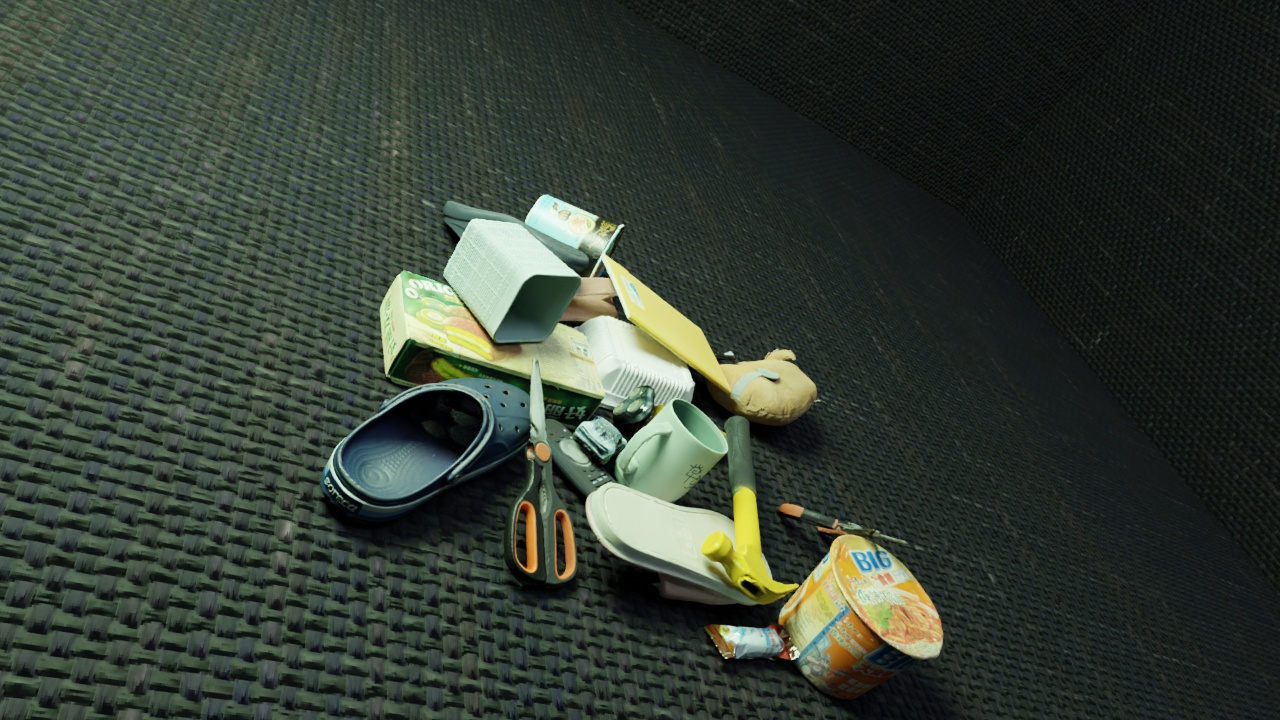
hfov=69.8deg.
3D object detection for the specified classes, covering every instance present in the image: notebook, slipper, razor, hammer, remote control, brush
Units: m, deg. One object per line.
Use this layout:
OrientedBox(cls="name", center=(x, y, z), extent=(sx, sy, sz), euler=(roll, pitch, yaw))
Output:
OrientedBox(cls="notebook", center=(0.036, -0.048, 1.214), extent=(0.206, 0.010, 0.145), euler=(35, 21, -37))
OrientedBox(cls="slipper", center=(0.040, 0.196, 0.940), extent=(0.274, 0.055, 0.114), euler=(26, 32, -42))
OrientedBox(cls="razor", center=(0.043, 0.078, 1.124), extent=(0.167, 0.062, 0.067), euler=(22, 66, -38))
OrientedBox(cls="hammer", center=(0.117, 0.155, 1.032), extent=(0.129, 0.033, 0.300), euler=(45, 22, -20))
OrientedBox(cls="slipper", center=(-0.183, 0.062, 0.843), extent=(0.105, 0.095, 0.252), euler=(47, 32, 9))
OrientedBox(cls="razor", center=(0.093, -0.003, 1.305), extent=(0.142, 0.022, 0.043), euler=(-7, 32, -45))
OrientedBox(cls="remote control", center=(-0.062, 0.117, 0.971), extent=(0.136, 0.024, 0.053), euler=(46, 25, 15))
OrientedBox(cls="slipper", center=(-0.164, -0.132, 1.132), extent=(0.110, 0.083, 0.268), euler=(19, 5, -44))
OrientedBox(cls="brush", center=(-0.086, -0.080, 1.174), extent=(0.145, 0.073, 0.063), euler=(-2, 66, -50))

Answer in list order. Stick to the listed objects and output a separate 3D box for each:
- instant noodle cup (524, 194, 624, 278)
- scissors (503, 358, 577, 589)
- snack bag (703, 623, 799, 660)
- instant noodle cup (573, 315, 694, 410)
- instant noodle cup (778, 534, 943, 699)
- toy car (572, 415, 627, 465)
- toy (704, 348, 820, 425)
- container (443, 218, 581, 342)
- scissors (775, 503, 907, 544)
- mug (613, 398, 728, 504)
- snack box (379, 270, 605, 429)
OrientedBox(cls="instant noodle cup", center=(-0.101, -0.167, 1.272), extent=(0.120, 0.111, 0.111), euler=(30, 28, 0))
OrientedBox(cls="scissors", center=(-0.089, 0.106, 0.882), extent=(0.125, 0.022, 0.234), euler=(40, 43, -32))
OrientedBox(cls="snack bag", center=(0.114, 0.285, 0.930), extent=(0.104, 0.026, 0.048), euler=(17, 23, -35))
OrientedBox(cls="instant noodle cup", center=(-0.007, 0.007, 1.164), extent=(0.173, 0.060, 0.138), euler=(21, 33, -32))
OrientedBox(cls="instant noodle cup", center=(0.228, 0.280, 0.979), extent=(0.151, 0.112, 0.151), euler=(28, 30, -18))
OrientedBox(cls="toy car", center=(-0.041, 0.084, 1.013), extent=(0.049, 0.031, 0.105), euler=(44, 8, 5))
OrientedBox(cls="toy", center=(0.191, 0.034, 1.326), extent=(0.143, 0.083, 0.225), euler=(33, 24, 22))
OrientedBox(cls="container", center=(-0.142, -0.089, 0.983), extent=(0.111, 0.090, 0.089), euler=(45, 26, 25))
OrientedBox(cls="scissors", center=(0.233, 0.196, 1.080), extent=(0.214, 0.015, 0.197), euler=(15, -12, 33))
OrientedBox(cls="mug", center=(0.021, 0.103, 0.987), extent=(0.111, 0.106, 0.082), euler=(20, 30, -51))
OrientedBox(cls="snack box", center=(-0.159, -0.008, 1.001), extent=(0.239, 0.063, 0.114), euler=(18, 34, -33))
